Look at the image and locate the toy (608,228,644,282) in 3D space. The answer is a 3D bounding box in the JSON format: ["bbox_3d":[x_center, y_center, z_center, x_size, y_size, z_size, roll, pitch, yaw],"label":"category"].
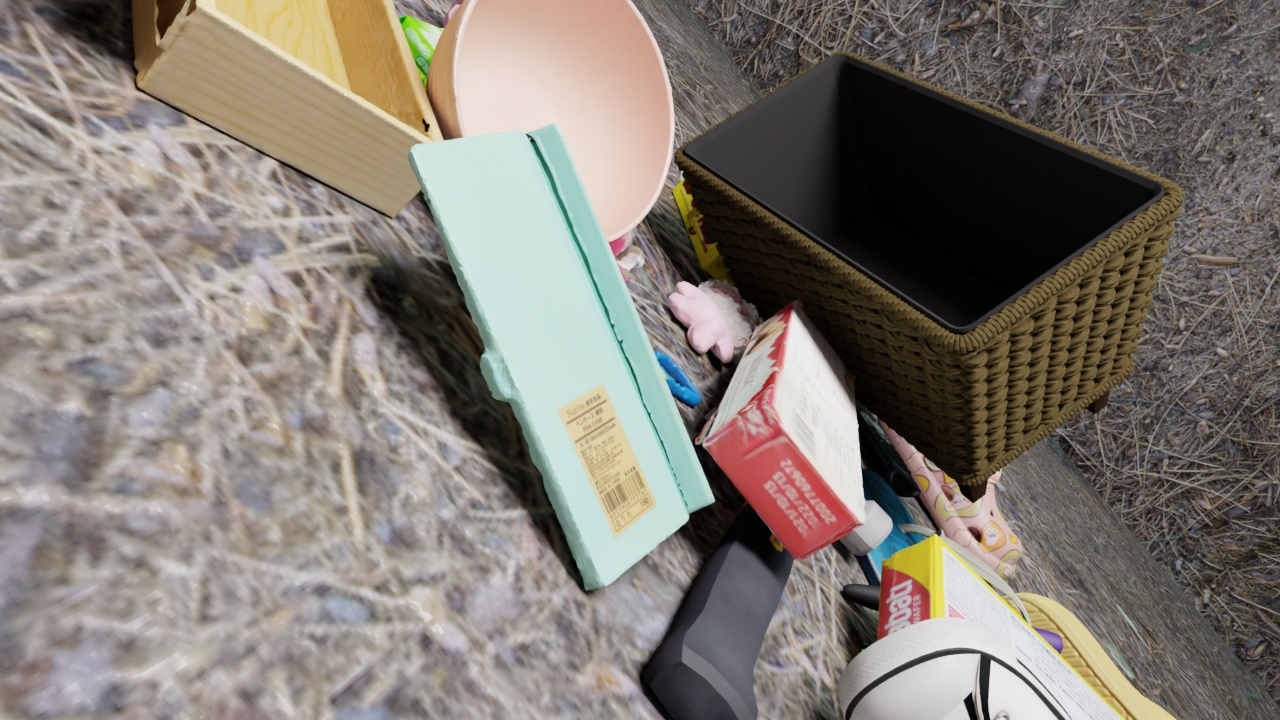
[{"bbox_3d":[-0.034,-0.066,0.556,0.065,0.050,0.102,3,41,-13],"label":"toy"}]

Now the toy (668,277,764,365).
[{"bbox_3d":[0.064,-0.027,0.691,0.108,0.041,0.095,5,49,-54],"label":"toy"}]

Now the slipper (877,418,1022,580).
[{"bbox_3d":[0.309,0.113,0.883,0.093,0.082,0.197,14,41,-59],"label":"slipper"}]

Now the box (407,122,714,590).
[{"bbox_3d":[-0.023,-0.011,0.404,0.187,0.055,0.138,67,15,-5],"label":"box"}]

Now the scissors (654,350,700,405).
[{"bbox_3d":[-0.003,0.003,0.537,0.125,0.013,0.126,35,23,-37],"label":"scissors"}]

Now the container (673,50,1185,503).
[{"bbox_3d":[0.200,-0.064,0.696,0.321,0.176,0.205,47,-14,46],"label":"container"}]

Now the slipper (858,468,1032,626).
[{"bbox_3d":[0.214,0.173,0.618,0.118,0.060,0.294,29,28,-36],"label":"slipper"}]

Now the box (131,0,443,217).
[{"bbox_3d":[-0.185,-0.225,0.411,0.253,0.118,0.247,86,-18,-52],"label":"box"}]

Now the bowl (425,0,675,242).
[{"bbox_3d":[-0.059,-0.135,0.508,0.152,0.076,0.153,-1,91,-43],"label":"bowl"}]

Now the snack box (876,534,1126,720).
[{"bbox_3d":[0.212,0.195,0.511,0.200,0.042,0.091,43,34,-13],"label":"snack box"}]

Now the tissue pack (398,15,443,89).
[{"bbox_3d":[-0.106,-0.167,0.589,0.114,0.034,0.099,50,20,0],"label":"tissue pack"}]

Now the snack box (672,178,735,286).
[{"bbox_3d":[0.072,-0.119,0.882,0.061,0.026,0.148,35,25,-32],"label":"snack box"}]

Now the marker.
[{"bbox_3d":[0.189,0.159,0.560,0.134,0.018,0.015,14,1,5],"label":"marker"}]

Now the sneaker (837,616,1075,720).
[{"bbox_3d":[0.186,0.227,0.418,0.245,0.091,0.097,49,16,-14],"label":"sneaker"}]

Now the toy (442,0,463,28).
[{"bbox_3d":[-0.084,-0.237,0.700,0.123,0.067,0.157,29,3,-4],"label":"toy"}]

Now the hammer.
[{"bbox_3d":[0.069,0.099,0.483,0.139,0.035,0.311,46,21,3],"label":"hammer"}]

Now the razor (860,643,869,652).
[{"bbox_3d":[0.162,0.216,0.487,0.144,0.021,0.043,47,33,-4],"label":"razor"}]

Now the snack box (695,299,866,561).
[{"bbox_3d":[0.090,0.026,0.540,0.076,0.044,0.272,52,18,-4],"label":"snack box"}]

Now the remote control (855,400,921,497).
[{"bbox_3d":[0.217,0.074,0.852,0.045,0.021,0.140,41,17,-25],"label":"remote control"}]

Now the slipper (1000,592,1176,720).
[{"bbox_3d":[0.319,0.271,0.601,0.078,0.100,0.263,18,31,-38],"label":"slipper"}]
